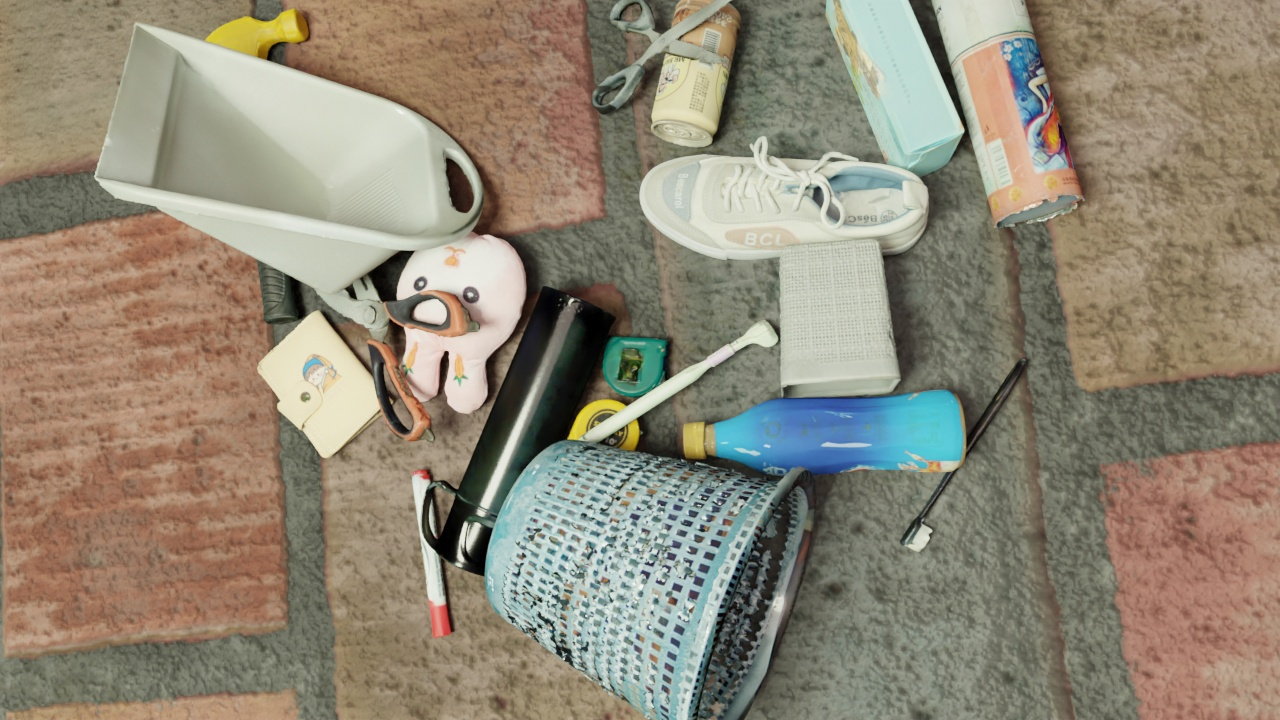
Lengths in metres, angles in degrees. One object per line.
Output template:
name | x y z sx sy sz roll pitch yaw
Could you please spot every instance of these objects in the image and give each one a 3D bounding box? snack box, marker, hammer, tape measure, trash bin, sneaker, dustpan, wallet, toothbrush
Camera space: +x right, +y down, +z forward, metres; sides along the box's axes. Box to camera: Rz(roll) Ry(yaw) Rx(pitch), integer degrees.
snack box | 0.207 -0.241 0.759 0.052 0.074 0.174 -20 81 6
marker | -0.184 0.169 0.807 0.017 0.017 0.145 -11 82 8
hammer | -0.360 -0.182 0.868 0.129 0.033 0.300 -13 81 8
tape measure | -0.005 0.005 0.791 0.058 0.025 0.054 3 83 10
trash bin | 0.002 0.157 0.693 0.195 0.226 0.226 19 87 24
sneaker | 0.114 -0.131 0.754 0.242 0.090 0.089 6 83 11
tape measure | -0.030 0.062 0.786 0.060 0.029 0.057 22 84 -4
dustpan | -0.264 -0.176 0.753 0.143 0.257 0.222 -32 48 17
wallet | -0.293 0.024 0.838 0.087 0.024 0.115 -43 80 4
toothbrush | 0.265 0.076 0.744 0.018 0.015 0.181 31 90 5
toothbrush | 0.030 0.022 0.770 0.189 0.020 0.029 -31 48 -6

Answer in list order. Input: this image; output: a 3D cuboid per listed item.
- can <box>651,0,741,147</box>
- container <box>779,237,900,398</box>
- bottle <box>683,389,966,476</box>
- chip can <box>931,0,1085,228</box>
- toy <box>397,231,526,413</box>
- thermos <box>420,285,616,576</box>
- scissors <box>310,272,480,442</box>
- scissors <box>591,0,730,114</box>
can | 0.048 -0.250 0.794 0.058 0.058 0.116 12 86 10
container | 0.155 -0.032 0.738 0.090 0.090 0.114 -3 80 8
bottle | 0.144 0.060 0.740 0.219 0.065 0.065 -3 83 9
chip can | 0.294 -0.218 0.744 0.071 0.071 0.214 -13 82 7
toy | -0.162 -0.035 0.809 0.121 0.054 0.159 11 92 18
thermos | -0.110 0.056 0.779 0.090 0.068 0.242 24 88 5
scissors | -0.221 -0.027 0.802 0.227 0.015 0.189 3 91 34
scissors | 0.017 -0.272 0.783 0.181 0.014 0.159 -38 54 31
